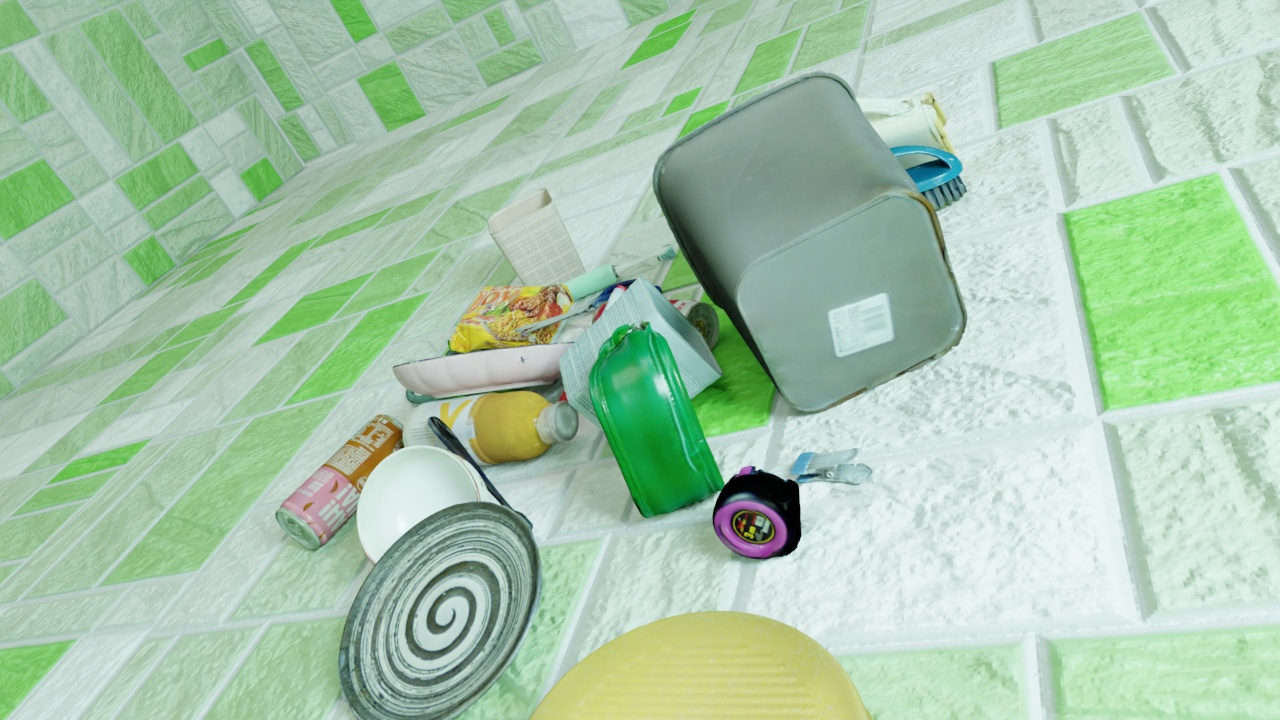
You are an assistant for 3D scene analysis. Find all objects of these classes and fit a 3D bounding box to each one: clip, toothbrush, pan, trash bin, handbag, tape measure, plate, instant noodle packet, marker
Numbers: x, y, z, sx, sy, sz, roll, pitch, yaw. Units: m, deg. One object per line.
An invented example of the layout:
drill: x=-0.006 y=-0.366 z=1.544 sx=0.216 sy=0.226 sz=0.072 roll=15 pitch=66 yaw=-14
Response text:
clip: x=0.134 y=0.075 z=0.646 sx=0.057 sy=0.032 sz=0.025 roll=-12 pitch=28 yaw=44
toothbrush: x=-0.062 y=-0.095 z=1.122 sx=0.225 sy=0.027 sz=0.026 roll=-22 pitch=40 yaw=13
pan: x=-0.042 y=0.234 z=0.503 sx=0.358 sy=0.078 sz=0.197 roll=-7 pitch=30 yaw=24
trash bin: x=0.142 y=-0.092 z=0.759 sx=0.199 sy=0.199 sz=0.219 roll=-27 pitch=34 yaw=7
handbag: x=0.220 y=-0.228 z=0.928 sx=0.164 sy=0.178 sz=0.063 roll=-15 pitch=72 yaw=24
toothbrush: x=-0.144 y=0.099 z=0.802 sx=0.015 sy=0.018 sz=0.181 roll=-16 pitch=40 yaw=-34
tape measure: x=0.078 y=0.101 z=0.608 sx=0.058 sy=0.057 sz=0.039 roll=2 pitch=32 yaw=22
plate: x=-0.150 y=0.012 z=0.928 sx=0.192 sy=0.039 sz=0.192 roll=-8 pitch=-1 yaw=0
handbag: x=0.012 y=0.042 z=0.695 sx=0.068 sy=0.131 sz=0.120 roll=-20 pitch=24 yaw=7
instant noodle packet: x=-0.153 y=-0.050 z=1.084 sx=0.129 sy=0.044 sz=0.110 roll=1 pitch=44 yaw=28
marker: x=-0.048 y=-0.008 z=0.899 sx=0.017 sy=0.017 sz=0.145 roll=13 pitch=74 yaw=53
plate: x=-0.145 y=0.187 z=0.675 sx=0.180 sy=0.024 sz=0.179 roll=-19 pitch=44 yaw=19

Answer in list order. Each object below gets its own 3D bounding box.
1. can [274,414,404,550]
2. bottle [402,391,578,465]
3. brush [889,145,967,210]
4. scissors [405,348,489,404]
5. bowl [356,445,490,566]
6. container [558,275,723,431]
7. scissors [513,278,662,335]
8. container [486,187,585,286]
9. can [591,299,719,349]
can: x=-0.296 y=0.120 z=0.931 sx=0.058 sy=0.058 sz=0.146 roll=-2 pitch=37 yaw=42
bottle: x=-0.143 y=0.065 z=0.870 sx=0.190 sy=0.068 sz=0.067 roll=-8 pitch=33 yaw=34
brush: x=0.245 y=-0.172 z=0.912 sx=0.144 sy=0.073 sz=0.055 roll=-19 pitch=25 yaw=19
scissors: x=-0.201 y=0.013 z=1.076 sx=0.142 sy=0.019 sz=0.180 roll=-43 pitch=29 yaw=-28
bowl: x=-0.173 y=0.130 z=0.769 sx=0.113 sy=0.113 sz=0.062 roll=-23 pitch=-16 yaw=11
container: x=-0.005 y=0.005 z=0.800 sx=0.111 sy=0.090 sz=0.090 roll=-42 pitch=29 yaw=11
scissors: x=-0.053 y=-0.056 z=1.022 sx=0.133 sy=0.012 sz=0.172 roll=6 pitch=30 yaw=39
container: x=-0.131 y=-0.147 z=1.186 sx=0.090 sy=0.111 sz=0.090 roll=-28 pitch=26 yaw=1
can: x=0.014 y=-0.034 z=0.911 sx=0.133 sy=0.053 sz=0.053 roll=4 pitch=41 yaw=47
